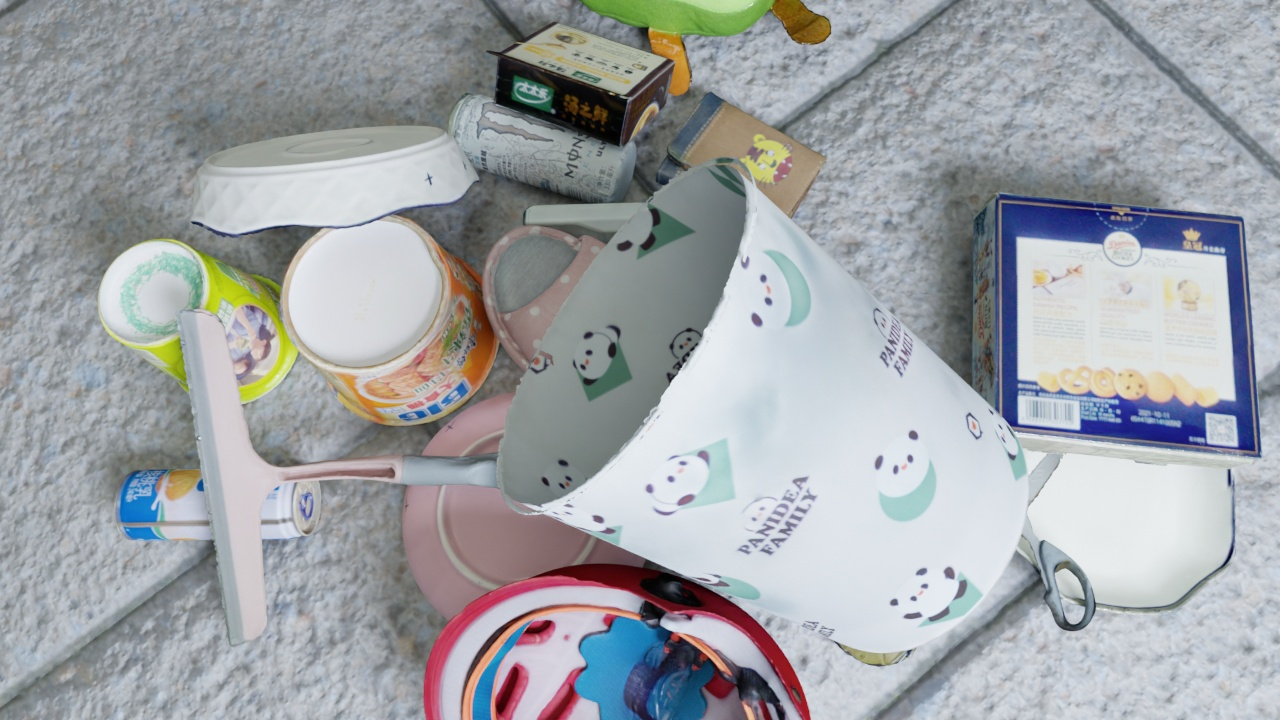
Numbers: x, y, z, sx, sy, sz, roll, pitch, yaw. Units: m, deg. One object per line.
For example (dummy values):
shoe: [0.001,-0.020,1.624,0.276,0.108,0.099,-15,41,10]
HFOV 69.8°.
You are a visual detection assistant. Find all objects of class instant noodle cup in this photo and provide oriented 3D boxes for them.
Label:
instant noodle cup: [-0.190,-0.035,0.687,0.151,0.111,0.151,-1,75,2]
instant noodle cup: [-0.333,-0.033,0.687,0.112,0.123,0.111,-1,75,3]

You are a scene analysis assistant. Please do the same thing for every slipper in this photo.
slipper: [-0.004,0.004,0.673,0.274,0.054,0.114,44,74,0]

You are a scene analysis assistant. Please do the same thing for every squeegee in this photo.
squeegee: [-0.173,0.080,0.643,0.249,0.040,0.248,-1,106,-3]

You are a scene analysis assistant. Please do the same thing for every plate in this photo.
plate: [-0.226,-0.138,0.678,0.205,0.204,0.046,-4,111,2]
plate: [-0.086,0.112,0.680,0.192,0.039,0.192,-1,74,3]
plate: [0.345,0.051,0.679,0.162,0.034,0.265,5,76,4]

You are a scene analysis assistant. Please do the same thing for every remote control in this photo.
remote control: [-0.028,-0.108,0.731,0.125,0.049,0.024,-1,78,3]

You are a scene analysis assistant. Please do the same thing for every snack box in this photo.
snack box: [0.334,-0.022,0.654,0.178,0.046,0.182,6,74,2]
snack box: [-0.047,-0.221,0.726,0.113,0.053,0.125,21,40,11]

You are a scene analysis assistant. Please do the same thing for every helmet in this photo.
helmet: [-0.006,0.224,0.592,0.240,0.143,0.207,31,102,11]

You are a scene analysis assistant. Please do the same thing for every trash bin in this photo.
trash bin: [0.080,0.044,0.561,0.252,0.230,0.229,33,77,-22]

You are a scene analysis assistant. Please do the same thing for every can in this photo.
can: [-0.079,-0.170,0.744,0.147,0.058,0.058,19,77,7]
can: [-0.313,0.107,0.686,0.134,0.053,0.053,-1,75,2]

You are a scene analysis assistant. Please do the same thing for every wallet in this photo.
wallet: [0.081,-0.157,0.748,0.115,0.033,0.090,31,78,6]

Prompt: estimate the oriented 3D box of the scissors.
scissors: [0.257,0.106,0.644,0.159,0.014,0.178,-16,74,-6]

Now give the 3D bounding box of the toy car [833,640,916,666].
toy car: [0.184,0.141,0.662,0.070,0.042,0.158,15,79,7]

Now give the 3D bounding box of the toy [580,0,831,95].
toy: [0.043,-0.335,0.762,0.247,0.090,0.227,4,91,6]
